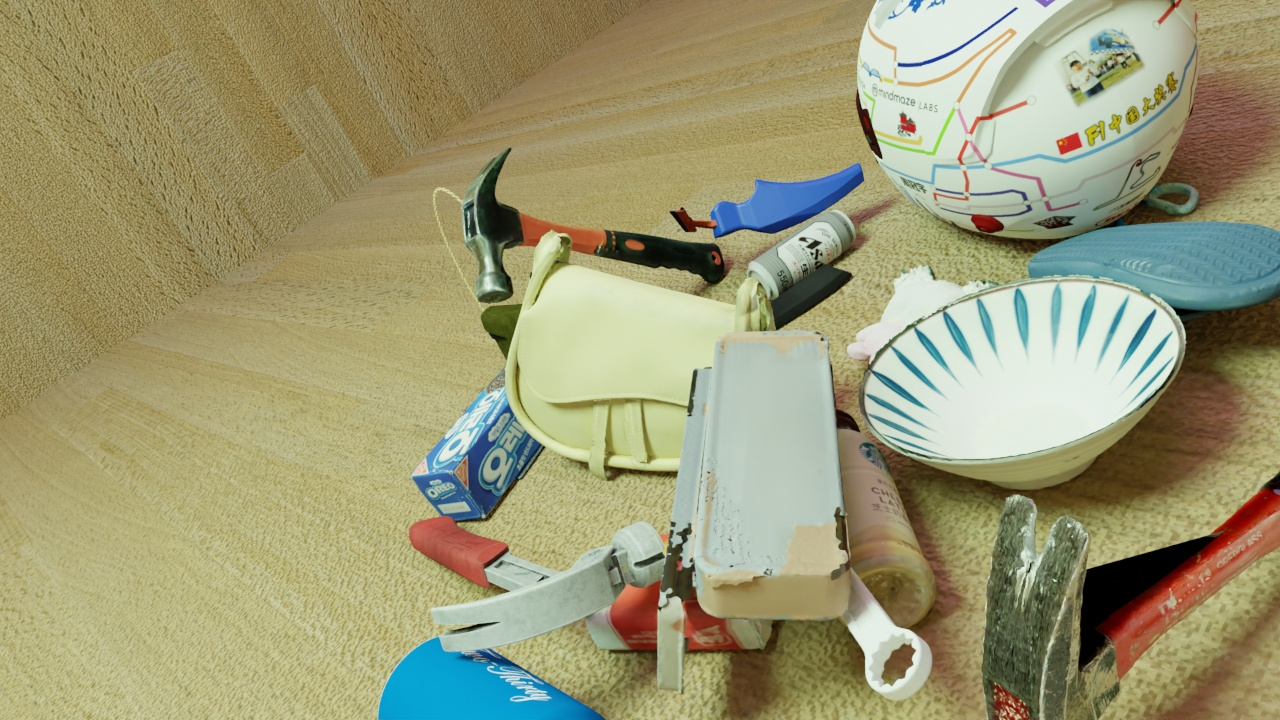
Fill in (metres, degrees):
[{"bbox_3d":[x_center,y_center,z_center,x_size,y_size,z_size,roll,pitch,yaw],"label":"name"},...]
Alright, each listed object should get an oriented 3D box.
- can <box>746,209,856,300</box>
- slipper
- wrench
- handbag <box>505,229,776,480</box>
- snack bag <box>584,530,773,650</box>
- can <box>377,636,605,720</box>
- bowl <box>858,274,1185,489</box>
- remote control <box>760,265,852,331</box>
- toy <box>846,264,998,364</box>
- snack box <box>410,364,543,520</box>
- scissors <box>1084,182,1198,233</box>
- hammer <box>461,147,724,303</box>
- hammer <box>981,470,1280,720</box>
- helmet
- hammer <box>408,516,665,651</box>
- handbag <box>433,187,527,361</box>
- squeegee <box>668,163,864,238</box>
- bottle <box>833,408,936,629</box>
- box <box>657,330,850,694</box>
[{"bbox_3d":[0.154,-0.101,0.879,0.106,0.044,0.044,-35,27,-14],"label":"can"},{"bbox_3d":[0.339,-0.055,0.605,0.104,0.059,0.213,-20,12,-1],"label":"slipper"},{"bbox_3d":[0.090,0.095,0.507,0.047,0.009,0.273,-50,18,7],"label":"wrench"},{"bbox_3d":[-0.004,0.004,0.703,0.233,0.191,0.088,16,42,30],"label":"handbag"},{"bbox_3d":[0.030,0.140,0.565,0.116,0.036,0.076,-11,30,31],"label":"snack bag"},{"bbox_3d":[-0.078,0.207,0.498,0.146,0.079,0.078,6,42,49],"label":"can"},{"bbox_3d":[0.226,0.027,0.544,0.177,0.071,0.177,-22,26,11],"label":"bowl"},{"bbox_3d":[0.136,-0.050,0.842,0.124,0.010,0.039,-34,26,-12],"label":"remote control"},{"bbox_3d":[0.208,-0.026,0.696,0.108,0.041,0.096,-40,27,-10],"label":"toy"},{"bbox_3d":[-0.117,0.050,0.848,0.060,0.059,0.225,-11,31,37],"label":"snack box"},{"bbox_3d":[0.398,-0.137,0.743,0.105,0.019,0.131,-10,32,27],"label":"scissors"},{"bbox_3d":[-0.027,-0.108,0.859,0.033,0.133,0.332,-22,-17,39],"label":"hammer"},{"bbox_3d":[0.277,0.060,0.401,0.325,0.140,0.036,-27,25,-18],"label":"hammer"},{"bbox_3d":[0.293,-0.240,0.746,0.231,0.236,0.314,-31,27,5],"label":"helmet"},{"bbox_3d":[-0.112,0.138,0.633,0.126,0.036,0.316,-19,6,-28],"label":"hammer"},{"bbox_3d":[-0.134,-0.072,0.814,0.084,0.178,0.027,1,37,45],"label":"handbag"},{"bbox_3d":[0.129,-0.153,0.906,0.185,0.055,0.249,-19,2,7],"label":"squeegee"},{"bbox_3d":[0.127,0.086,0.547,0.056,0.056,0.161,-22,26,11],"label":"bottle"},{"bbox_3d":[0.064,0.075,0.522,0.105,0.096,0.215,-6,32,12],"label":"box"}]
